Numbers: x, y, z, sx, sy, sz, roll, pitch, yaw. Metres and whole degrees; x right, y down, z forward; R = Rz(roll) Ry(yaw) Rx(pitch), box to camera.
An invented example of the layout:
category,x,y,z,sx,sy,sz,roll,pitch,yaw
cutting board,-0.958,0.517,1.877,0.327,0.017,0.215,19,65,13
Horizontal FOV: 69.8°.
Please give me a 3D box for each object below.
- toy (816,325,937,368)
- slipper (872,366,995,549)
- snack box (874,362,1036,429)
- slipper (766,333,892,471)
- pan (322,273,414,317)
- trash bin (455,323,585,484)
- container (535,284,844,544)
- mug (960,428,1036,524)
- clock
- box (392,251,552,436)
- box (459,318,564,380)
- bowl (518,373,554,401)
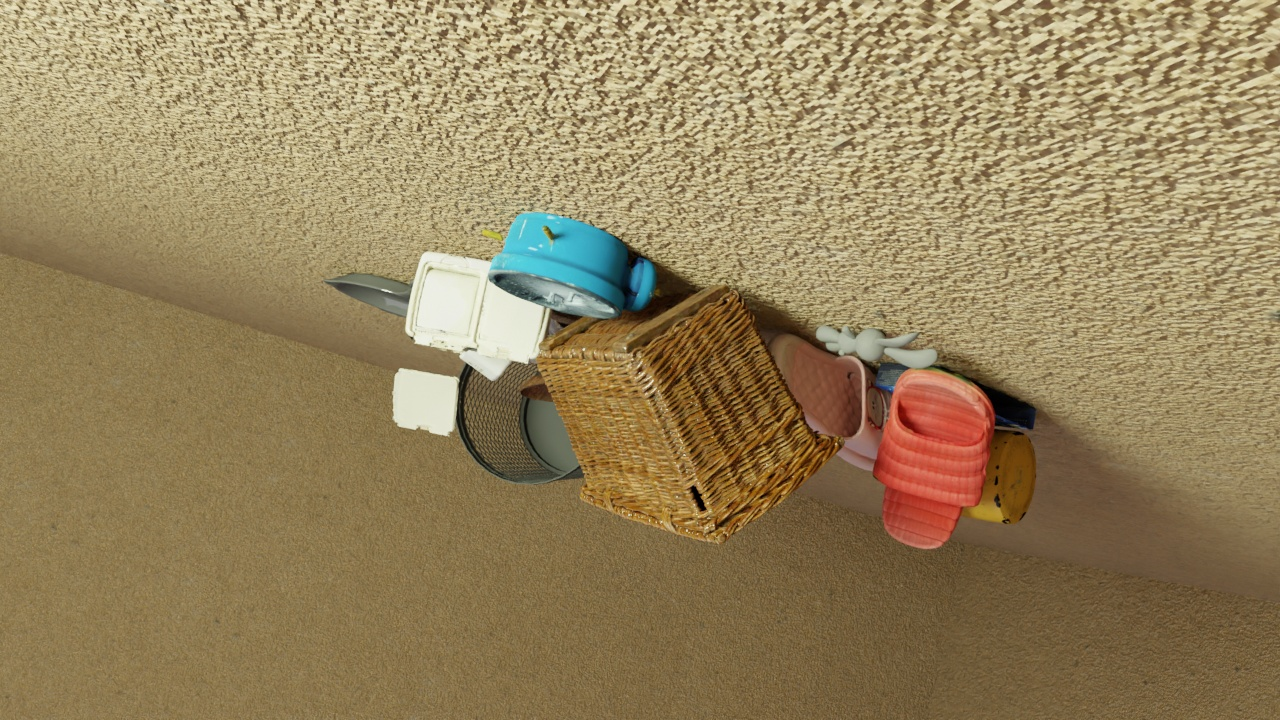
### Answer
category,x,y,z,sx,sy,sz,roll,pitch,yaw
toy,0.202,-0.014,0.805,0.049,0.030,0.112,40,164,-33
slipper,0.279,0.112,0.892,0.104,0.059,0.249,12,135,21
snack box,0.317,0.037,0.926,0.150,0.027,0.082,20,170,-29
slipper,0.204,0.038,0.926,0.221,0.106,0.056,28,148,-33
pan,-0.314,-0.090,1.238,0.216,0.024,0.355,19,171,-19
trash bin,-0.118,0.070,1.313,0.218,0.217,0.227,13,175,16
container,0.026,0.036,0.855,0.250,0.161,0.183,2,120,59
mug,0.349,0.109,0.962,0.094,0.100,0.124,4,134,46
clock,-0.054,-0.074,0.786,0.117,0.060,0.161,5,168,45
box,-0.170,-0.016,0.922,0.143,0.186,0.070,9,171,-1
box,-0.131,-0.013,1.119,0.136,0.120,0.109,39,167,-10
bowl,-0.091,0.026,1.114,0.114,0.026,0.102,-8,163,25
